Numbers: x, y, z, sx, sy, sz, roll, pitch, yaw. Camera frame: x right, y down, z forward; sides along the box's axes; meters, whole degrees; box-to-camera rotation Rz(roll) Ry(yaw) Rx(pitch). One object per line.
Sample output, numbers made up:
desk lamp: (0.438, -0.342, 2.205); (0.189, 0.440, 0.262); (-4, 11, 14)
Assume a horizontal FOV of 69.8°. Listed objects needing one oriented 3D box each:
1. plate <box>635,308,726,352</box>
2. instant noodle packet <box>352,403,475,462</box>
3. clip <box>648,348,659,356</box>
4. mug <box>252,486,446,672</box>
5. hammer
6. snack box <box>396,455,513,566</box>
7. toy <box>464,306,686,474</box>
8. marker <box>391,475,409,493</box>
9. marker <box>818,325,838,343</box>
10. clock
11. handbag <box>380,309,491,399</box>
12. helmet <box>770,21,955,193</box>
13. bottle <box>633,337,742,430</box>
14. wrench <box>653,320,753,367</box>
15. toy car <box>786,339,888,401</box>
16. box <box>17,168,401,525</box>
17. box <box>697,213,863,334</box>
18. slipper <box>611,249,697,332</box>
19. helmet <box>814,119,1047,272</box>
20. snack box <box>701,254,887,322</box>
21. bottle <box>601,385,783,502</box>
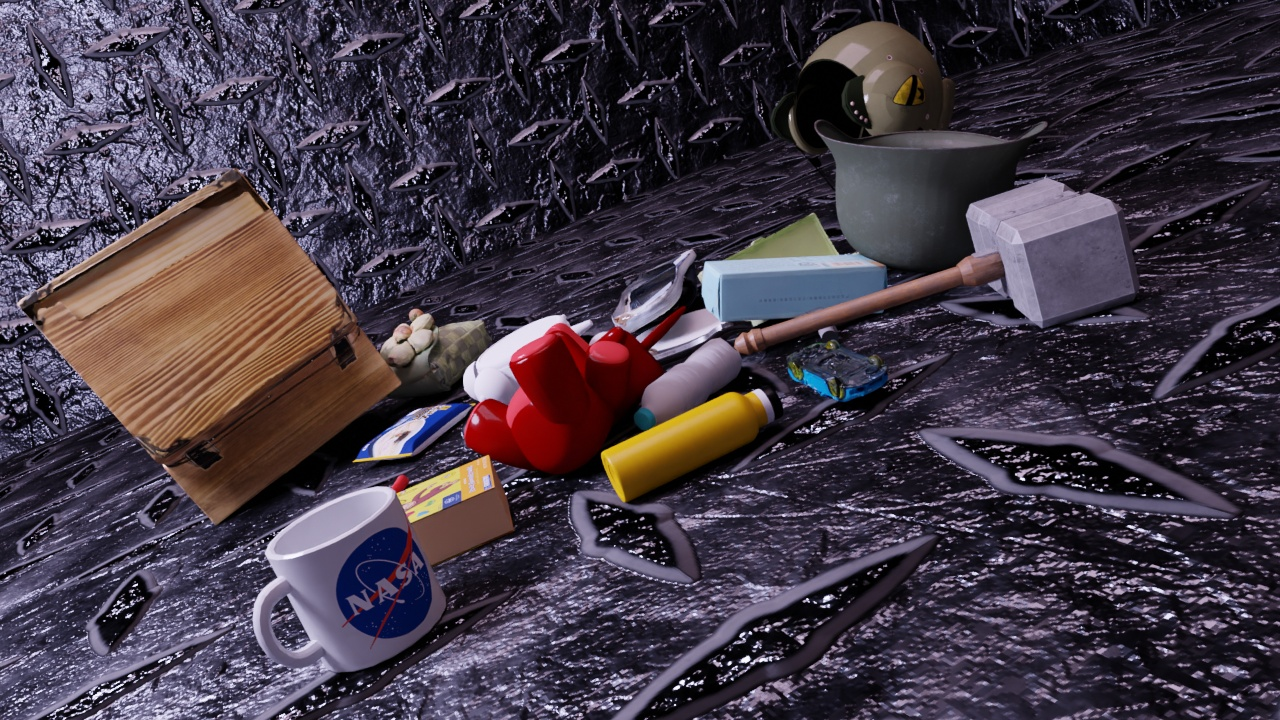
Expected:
plate: (0.050, -0.033, 1.101); (0.134, 0.011, 0.134); (-20, 15, 5)
instant noodle packet: (-0.265, 0.085, 1.083); (0.087, 0.026, 0.134); (-9, 19, 29)
clip: (-0.007, 0.007, 1.014); (0.061, 0.026, 0.049); (-9, 20, 44)
mug: (-0.203, 0.155, 0.620); (0.091, 0.090, 0.121); (-6, 21, 45)
hammer: (0.235, -0.060, 0.804); (0.318, 0.083, 0.162); (-18, 15, 11)
snack box: (-0.174, 0.133, 0.757); (0.125, 0.040, 0.088); (-23, 15, -7)
toy: (-0.054, 0.022, 0.845); (0.196, 0.120, 0.159); (-34, -14, -49)
marker: (-0.247, 0.144, 0.876); (0.013, 0.013, 0.142); (-19, 15, 8)
marker: (0.185, -0.042, 0.939); (0.016, 0.016, 0.140); (-18, 15, 10)
clock: (-0.134, 0.006, 1.125); (0.160, 0.073, 0.125); (-33, 18, -16)
handbag: (-0.302, -0.018, 1.321); (0.113, 0.117, 0.185); (-14, 18, 28)
helmet: (0.350, -0.372, 1.382); (0.232, 0.256, 0.251); (-30, 19, -21)
bottle: (0.042, 0.024, 0.842); (0.044, 0.044, 0.135); (-6, 20, 43)
wrench: (-0.010, 0.011, 0.964); (0.274, 0.010, 0.070); (-19, -22, 11)
toy car: (0.160, 0.012, 0.750); (0.048, 0.032, 0.105); (-25, 21, -17)
box: (-0.515, -0.021, 1.123); (0.278, 0.336, 0.287); (-39, 23, -22)
box: (0.172, -0.105, 1.042); (0.187, 0.098, 0.082); (-31, 1, -26)
slipper: (0.028, -0.080, 1.196); (0.111, 0.063, 0.263); (-28, 11, 15)
helmet: (0.301, -0.178, 0.980); (0.227, 0.154, 0.267); (6, 26, 20)
snack box: (0.155, -0.075, 0.931); (0.174, 0.053, 0.075); (-3, 17, -7)
bottle: (0.043, 0.061, 0.714); (0.143, 0.043, 0.043); (-24, 15, -12)
